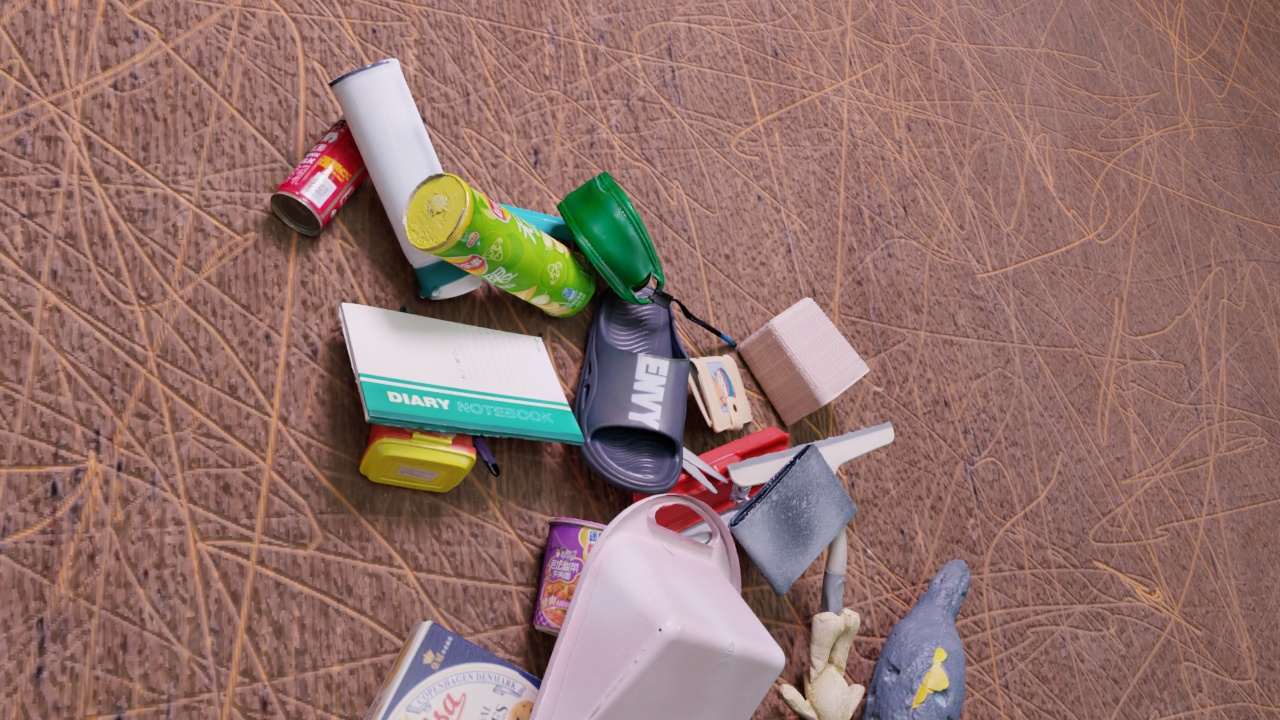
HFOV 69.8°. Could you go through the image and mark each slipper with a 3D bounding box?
[{"bbox_3d":[-0.005,0.005,0.908,0.110,0.083,0.267,8,49,-9],"label":"slipper"}]

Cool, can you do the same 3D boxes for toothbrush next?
[{"bbox_3d":[0.061,-0.041,0.990,0.016,0.014,0.189,-57,145,3],"label":"toothbrush"},{"bbox_3d":[-0.181,0.028,0.879,0.014,0.017,0.189,-28,87,-38],"label":"toothbrush"}]

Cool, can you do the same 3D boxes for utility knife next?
[{"bbox_3d":[-0.101,-0.145,0.997,0.161,0.013,0.029,9,69,-29],"label":"utility knife"}]

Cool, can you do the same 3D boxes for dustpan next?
[{"bbox_3d":[0.004,0.265,0.804,0.222,0.139,0.273,33,97,-41],"label":"dustpan"}]

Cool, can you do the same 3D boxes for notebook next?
[{"bbox_3d":[-0.162,0.014,0.838,0.208,0.012,0.150,10,36,-36],"label":"notebook"}]

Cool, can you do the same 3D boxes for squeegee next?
[{"bbox_3d":[0.194,0.205,0.940,0.245,0.039,0.246,-9,100,-37],"label":"squeegee"}]

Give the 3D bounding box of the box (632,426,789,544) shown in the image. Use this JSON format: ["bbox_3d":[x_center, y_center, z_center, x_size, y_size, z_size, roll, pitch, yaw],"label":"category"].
[{"bbox_3d":[0.092,0.148,0.933,0.200,0.095,0.092,-18,41,-34],"label":"box"}]

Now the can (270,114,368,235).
[{"bbox_3d":[-0.293,-0.184,0.880,0.053,0.053,0.132,34,57,-13],"label":"can"}]

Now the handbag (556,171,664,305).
[{"bbox_3d":[-0.025,-0.128,0.957,0.068,0.131,0.120,-37,124,4],"label":"handbag"}]

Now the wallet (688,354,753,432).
[{"bbox_3d":[0.086,0.036,0.989,0.115,0.024,0.087,-3,69,-65],"label":"wallet"}]

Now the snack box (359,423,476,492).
[{"bbox_3d":[-0.196,0.065,0.817,0.091,0.082,0.080,14,54,-25],"label":"snack box"}]

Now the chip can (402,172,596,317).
[{"bbox_3d":[-0.124,-0.101,0.870,0.221,0.073,0.072,26,52,-58],"label":"chip can"}]

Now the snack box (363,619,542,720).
[{"bbox_3d":[-0.145,0.338,0.751,0.182,0.046,0.177,33,57,-14],"label":"snack box"}]

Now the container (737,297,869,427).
[{"bbox_3d":[0.183,-0.001,1.051,0.089,0.090,0.111,-32,84,-35],"label":"container"}]

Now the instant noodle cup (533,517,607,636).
[{"bbox_3d":[-0.044,0.205,0.831,0.111,0.112,0.099,23,67,-19],"label":"instant noodle cup"}]

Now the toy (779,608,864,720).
[{"bbox_3d":[0.192,0.326,0.916,0.105,0.066,0.157,7,87,-34],"label":"toy"}]

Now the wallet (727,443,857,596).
[{"bbox_3d":[0.149,0.152,0.881,0.120,0.019,0.097,-42,113,-16],"label":"wallet"}]

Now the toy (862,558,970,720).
[{"bbox_3d":[0.282,0.354,0.937,0.138,0.091,0.355,53,51,-48],"label":"toy"}]

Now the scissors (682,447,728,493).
[{"bbox_3d":[0.025,0.072,0.927,0.173,0.012,0.128,16,42,9],"label":"scissors"}]

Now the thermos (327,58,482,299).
[{"bbox_3d":[-0.214,-0.166,0.872,0.073,0.073,0.224,-32,109,-35],"label":"thermos"}]
